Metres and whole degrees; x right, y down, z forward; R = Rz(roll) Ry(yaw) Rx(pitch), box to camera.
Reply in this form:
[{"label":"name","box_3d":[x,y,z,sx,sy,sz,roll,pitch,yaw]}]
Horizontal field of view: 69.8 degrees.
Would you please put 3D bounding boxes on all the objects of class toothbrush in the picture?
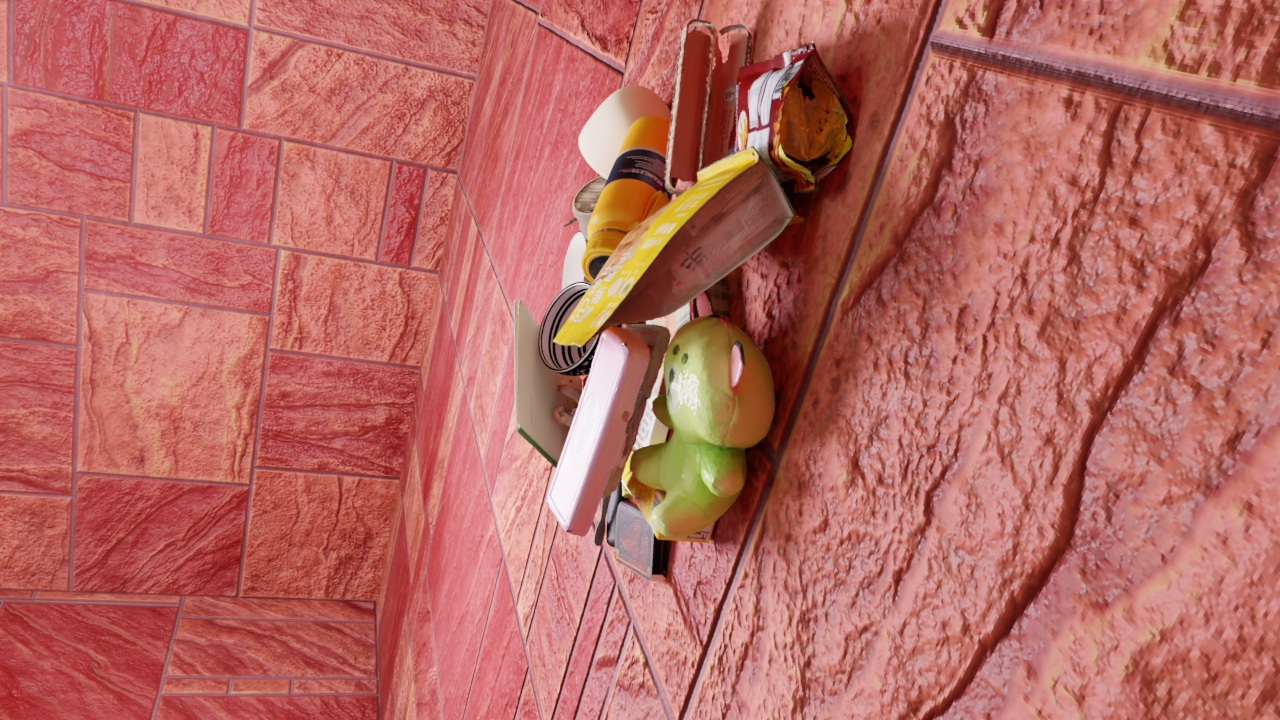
[{"label":"toothbrush","box_3d":[-0.038,0.148,1.121,0.013,0.013,0.167,-129,50,-72]}]

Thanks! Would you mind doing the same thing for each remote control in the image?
[{"label":"remote control","box_3d":[0.013,0.084,1.048,0.049,0.024,0.143,-138,60,-65]},{"label":"remote control","box_3d":[-0.031,0.157,1.147,0.041,0.020,0.151,148,125,-63]}]

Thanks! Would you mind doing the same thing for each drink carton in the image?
[{"label":"drink carton","box_3d":[0.028,0.138,0.943,0.134,0.058,0.043,-131,51,-65]}]

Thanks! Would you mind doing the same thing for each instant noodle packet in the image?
[{"label":"instant noodle packet","box_3d":[0.018,-0.083,0.828,0.221,0.084,0.163,-41,13,-9]}]

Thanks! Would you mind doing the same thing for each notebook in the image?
[{"label":"notebook","box_3d":[-0.117,0.056,1.219,0.252,0.010,0.181,59,-155,-60]}]

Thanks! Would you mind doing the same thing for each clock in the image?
[{"label":"clock","box_3d":[-0.036,-0.217,1.201,0.093,0.054,0.140,11,57,37]}]

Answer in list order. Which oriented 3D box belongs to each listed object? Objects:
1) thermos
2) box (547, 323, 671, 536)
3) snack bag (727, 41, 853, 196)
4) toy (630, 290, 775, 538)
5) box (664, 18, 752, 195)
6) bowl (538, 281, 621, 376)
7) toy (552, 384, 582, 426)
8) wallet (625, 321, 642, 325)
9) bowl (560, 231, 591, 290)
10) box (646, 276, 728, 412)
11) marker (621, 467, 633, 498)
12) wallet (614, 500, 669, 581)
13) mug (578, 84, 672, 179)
[{"label":"thermos","box_3d":[-0.004,-0.180,1.005,0.092,0.076,0.232,118,173,-49]},{"label":"box","box_3d":[-0.036,0.061,0.903,0.146,0.077,0.202,-61,-9,-75]},{"label":"snack bag","box_3d":[0.113,-0.209,0.833,0.208,0.066,0.139,-155,63,-72]},{"label":"toy","box_3d":[0.063,0.052,0.828,0.197,0.107,0.150,-64,26,21]},{"label":"box","box_3d":[0.071,-0.259,0.954,0.042,0.082,0.187,178,97,-80]},{"label":"bowl","box_3d":[-0.066,-0.033,1.168,0.120,0.066,0.120,-21,59,39]},{"label":"toy","box_3d":[-0.063,0.060,1.193,0.106,0.085,0.074,-26,14,45]},{"label":"wallet","box_3d":[-0.007,0.007,1.128,0.115,0.026,0.089,-125,48,-61]},{"label":"bowl","box_3d":[-0.061,-0.114,1.254,0.117,0.067,0.117,-173,91,-70]},{"label":"box","box_3d":[0.048,-0.051,0.972,0.118,0.051,0.205,136,136,-60]},{"label":"marker","box_3d":[-0.015,0.107,1.123,0.021,0.017,0.123,48,-146,-54]},{"label":"wallet","box_3d":[0.001,0.205,1.047,0.123,0.019,0.072,-178,91,-69]},{"label":"mug","box_3d":[-0.006,-0.293,1.148,0.100,0.096,0.119,-42,1,44]}]
